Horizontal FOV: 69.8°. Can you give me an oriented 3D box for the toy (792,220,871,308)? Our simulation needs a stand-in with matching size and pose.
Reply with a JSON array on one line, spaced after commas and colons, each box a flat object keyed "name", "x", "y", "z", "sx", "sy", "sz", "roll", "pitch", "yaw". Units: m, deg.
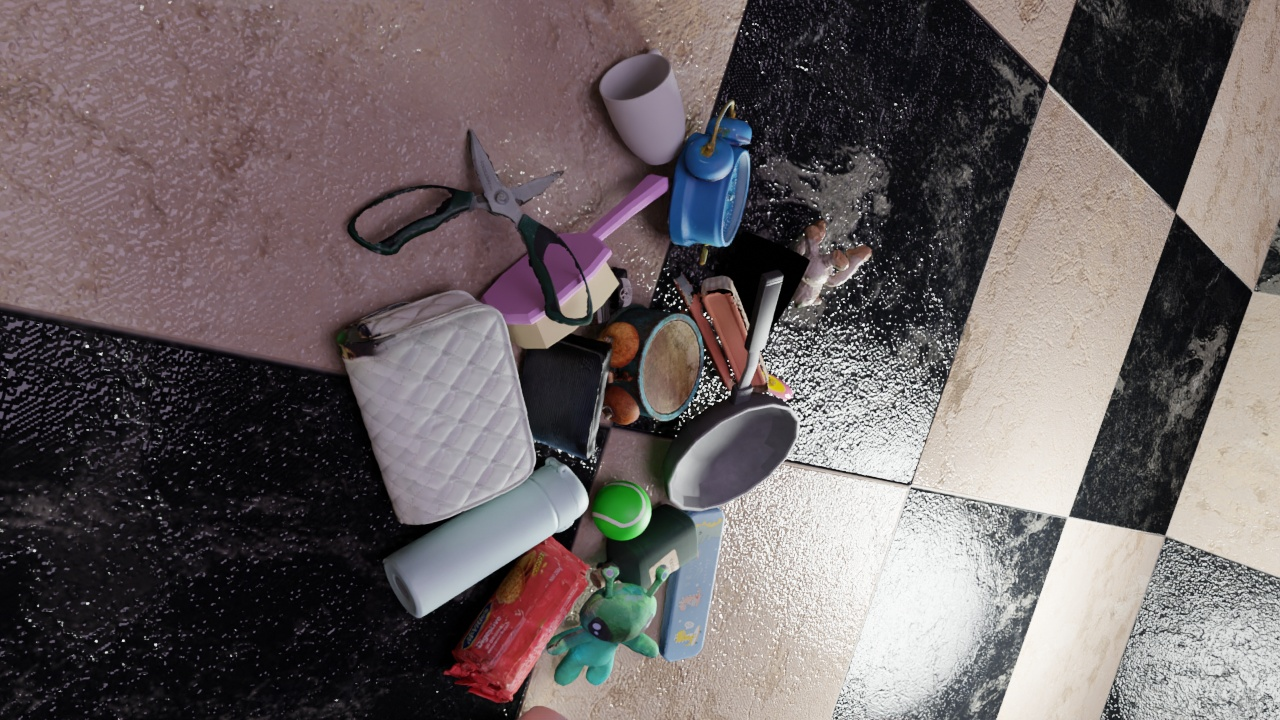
[{"name": "toy", "x": 0.221, "y": -0.108, "z": 1.127, "sx": 0.106, "sy": 0.085, "sz": 0.074, "roll": -64, "pitch": 168, "yaw": 23}]

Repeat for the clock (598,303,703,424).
[{"name": "clock", "x": -0.006, "y": 0.006, "z": 0.959, "sx": 0.157, "sy": 0.073, "sz": 0.121, "roll": -19, "pitch": 114, "yaw": -50}]

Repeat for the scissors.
[{"name": "scissors", "x": -0.137, "y": -0.102, "z": 0.790, "sx": 0.201, "sy": 0.015, "sz": 0.201, "roll": -23, "pitch": 84, "yaw": -23}]

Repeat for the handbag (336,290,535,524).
[{"name": "handbag", "x": -0.180, "y": 0.041, "z": 0.823, "sx": 0.138, "sy": 0.072, "sz": 0.195, "roll": -22, "pitch": 119, "yaw": -25}]

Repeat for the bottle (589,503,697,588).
[{"name": "bottle", "x": -0.001, "y": 0.221, "z": 1.049, "sx": 0.131, "sy": 0.061, "sz": 0.061, "roll": -24, "pitch": 121, "yaw": -34}]

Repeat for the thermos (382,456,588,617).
[{"name": "thermos", "x": -0.145, "y": 0.170, "z": 0.901, "sx": 0.206, "sy": 0.065, "sz": 0.078, "roll": -28, "pitch": 121, "yaw": -32}]

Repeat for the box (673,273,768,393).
[{"name": "box", "x": 0.091, "y": -0.025, "z": 1.025, "sx": 0.187, "sy": 0.085, "sz": 0.048, "roll": 64, "pitch": 35, "yaw": -45}]

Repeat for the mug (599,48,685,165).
[{"name": "mug", "x": 0.012, "y": -0.253, "z": 0.904, "sx": 0.089, "sy": 0.071, "sz": 0.107, "roll": 63, "pitch": 34, "yaw": -47}]

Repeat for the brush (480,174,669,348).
[{"name": "brush", "x": -0.049, "y": -0.099, "z": 0.879, "sx": 0.228, "sy": 0.089, "sz": 0.043, "roll": -44, "pitch": 133, "yaw": -24}]

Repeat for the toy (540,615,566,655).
[{"name": "toy", "x": -0.095, "y": 0.277, "z": 1.007, "sx": 0.111, "sy": 0.030, "sz": 0.049, "roll": -63, "pitch": 161, "yaw": -10}]

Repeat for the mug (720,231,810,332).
[{"name": "mug", "x": 0.128, "y": -0.085, "z": 1.038, "sx": 0.112, "sy": 0.084, "sz": 0.104, "roll": 10, "pitch": 106, "yaw": -64}]

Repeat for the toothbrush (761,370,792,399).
[{"name": "toothbrush", "x": 0.154, "y": 0.021, "z": 1.152, "sx": 0.135, "sy": 0.016, "sz": 0.021, "roll": 32, "pitch": 81, "yaw": -45}]

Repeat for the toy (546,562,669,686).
[{"name": "toy", "x": -0.039, "y": 0.294, "z": 1.011, "sx": 0.130, "sy": 0.072, "sz": 0.194, "roll": 10, "pitch": 126, "yaw": -26}]

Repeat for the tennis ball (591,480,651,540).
[{"name": "tennis ball", "x": -0.021, "y": 0.165, "z": 1.009, "sx": 0.065, "sy": 0.065, "sz": 0.065, "roll": -15, "pitch": 114, "yaw": -38}]

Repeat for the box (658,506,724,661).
[{"name": "box", "x": 0.065, "y": 0.280, "z": 1.147, "sx": 0.065, "sy": 0.037, "sz": 0.210, "roll": -4, "pitch": 106, "yaw": -39}]

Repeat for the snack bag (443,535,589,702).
[{"name": "snack bag", "x": -0.122, "y": 0.266, "z": 0.944, "sx": 0.176, "sy": 0.082, "sz": 0.082, "roll": -55, "pitch": 132, "yaw": -14}]

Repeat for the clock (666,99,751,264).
[{"name": "clock", "x": 0.073, "y": -0.186, "z": 0.937, "sx": 0.116, "sy": 0.060, "sz": 0.162, "roll": -58, "pitch": 158, "yaw": -46}]

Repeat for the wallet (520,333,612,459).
[{"name": "wallet", "x": -0.077, "y": 0.031, "z": 0.895, "sx": 0.026, "sy": 0.089, "sz": 0.115, "roll": -9, "pitch": 111, "yaw": -61}]

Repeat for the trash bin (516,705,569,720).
[{"name": "trash bin", "x": -0.137, "y": 0.479, "z": 0.947, "sx": 0.199, "sy": 0.196, "sz": 0.196, "roll": -38, "pitch": 127, "yaw": -38}]

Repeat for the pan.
[{"name": "pan", "x": 0.109, "y": 0.039, "z": 1.013, "sx": 0.178, "sy": 0.041, "sz": 0.358, "roll": -17, "pitch": 140, "yaw": -22}]

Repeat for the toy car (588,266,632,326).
[{"name": "toy car", "x": -0.031, "y": -0.065, "z": 0.923, "sx": 0.092, "sy": 0.037, "sz": 0.040, "roll": -50, "pitch": 139, "yaw": -63}]
